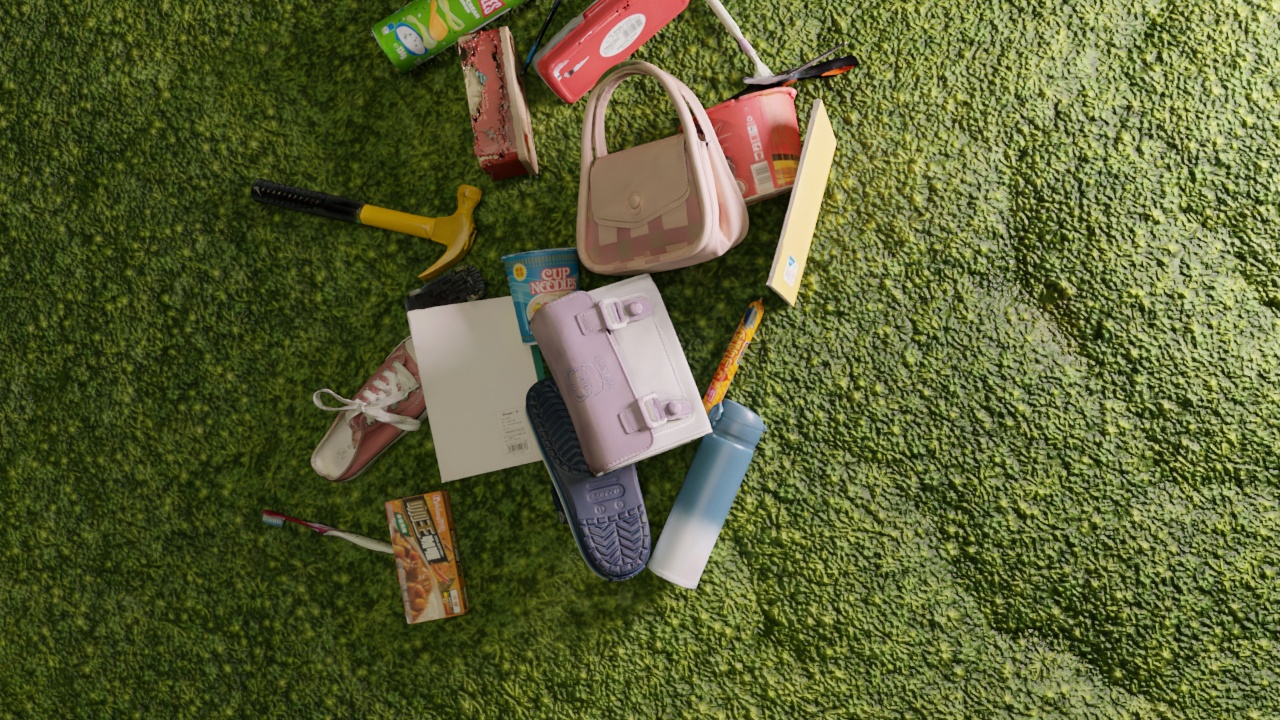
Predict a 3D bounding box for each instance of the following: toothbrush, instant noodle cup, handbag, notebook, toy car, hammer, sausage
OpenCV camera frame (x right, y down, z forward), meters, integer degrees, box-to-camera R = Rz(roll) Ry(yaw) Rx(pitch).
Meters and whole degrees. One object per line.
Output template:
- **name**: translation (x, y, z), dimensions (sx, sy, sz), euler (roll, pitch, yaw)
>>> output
- **toothbrush**: translation (0.103, -0.416, 1.125), dimensions (0.029, 0.020, 0.189), euler (-29, 81, -25)
- **instant noodle cup**: translation (-0.113, -0.075, 1.104), dimensions (0.099, 0.099, 0.110), euler (-7, 93, 7)
- **handbag**: translation (0.007, -0.217, 1.034), dimensions (0.194, 0.093, 0.234), euler (-5, 99, 40)
- **notebook**: translation (0.185, -0.171, 1.037), dimensions (0.010, 0.145, 0.206), euler (14, 89, 20)
- **toy car**: translation (-0.244, -0.080, 1.148), dimensions (0.105, 0.031, 0.049), euler (-26, 83, 4)
- **notebook**: translation (-0.189, 0.030, 1.115), dimensions (0.150, 0.012, 0.209), euler (-11, 86, -18)
- **hammer**: translation (-0.354, -0.186, 1.170), dimensions (0.301, 0.033, 0.128), euler (14, 88, 8)
- **instant noodle cup**: translation (0.124, -0.238, 1.058), dimensions (0.138, 0.138, 0.108), euler (-16, 93, 7)
- **sausage**: translation (0.109, -0.001, 1.099), dimensions (0.021, 0.021, 0.165), euler (25, 90, 9)
- **toothbrush**: translation (-0.109, -0.429, 1.137), dimensions (0.016, 0.014, 0.189), euler (22, 75, -3)
- **toothbrush**: translation (-0.395, 0.220, 1.162), dimensions (0.188, 0.016, 0.017), euler (14, 97, 9)
- **handbag**: translation (-0.023, 0.016, 1.031), dimensions (0.144, 0.099, 0.197), euler (-20, 82, -18)

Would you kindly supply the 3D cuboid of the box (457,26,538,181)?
- **box**: translation (-0.181, -0.311, 1.122), dimensions (0.077, 0.091, 0.168), euler (-10, 85, 4)

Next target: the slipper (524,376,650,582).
- **slipper**: translation (-0.057, 0.137, 1.081), dimensions (0.105, 0.095, 0.252), euler (-17, 73, -20)

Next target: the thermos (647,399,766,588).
- **thermos**: translation (0.077, 0.154, 1.074), dimensions (0.070, 0.070, 0.220), euler (23, 90, 9)

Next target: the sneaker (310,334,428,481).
- **sneaker**: translation (-0.319, 0.056, 1.123), dimensions (0.118, 0.088, 0.241), euler (44, 93, 8)

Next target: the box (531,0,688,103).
- **box**: translation (-0.046, -0.413, 1.122), dimensions (0.201, 0.095, 0.100), euler (-40, 58, 6)

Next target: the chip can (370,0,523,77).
- **chip can**: translation (-0.219, -0.445, 1.145), dimensions (0.236, 0.072, 0.072), euler (-30, 83, 6)

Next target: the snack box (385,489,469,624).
- **snack box**: translation (-0.264, 0.243, 1.136), dimensions (0.075, 0.026, 0.153), euler (-12, 85, 7)

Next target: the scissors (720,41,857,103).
- **scissors**: translation (0.160, -0.318, 1.034), dimensions (0.221, 0.232, 0.022), euler (-15, 97, 45)
